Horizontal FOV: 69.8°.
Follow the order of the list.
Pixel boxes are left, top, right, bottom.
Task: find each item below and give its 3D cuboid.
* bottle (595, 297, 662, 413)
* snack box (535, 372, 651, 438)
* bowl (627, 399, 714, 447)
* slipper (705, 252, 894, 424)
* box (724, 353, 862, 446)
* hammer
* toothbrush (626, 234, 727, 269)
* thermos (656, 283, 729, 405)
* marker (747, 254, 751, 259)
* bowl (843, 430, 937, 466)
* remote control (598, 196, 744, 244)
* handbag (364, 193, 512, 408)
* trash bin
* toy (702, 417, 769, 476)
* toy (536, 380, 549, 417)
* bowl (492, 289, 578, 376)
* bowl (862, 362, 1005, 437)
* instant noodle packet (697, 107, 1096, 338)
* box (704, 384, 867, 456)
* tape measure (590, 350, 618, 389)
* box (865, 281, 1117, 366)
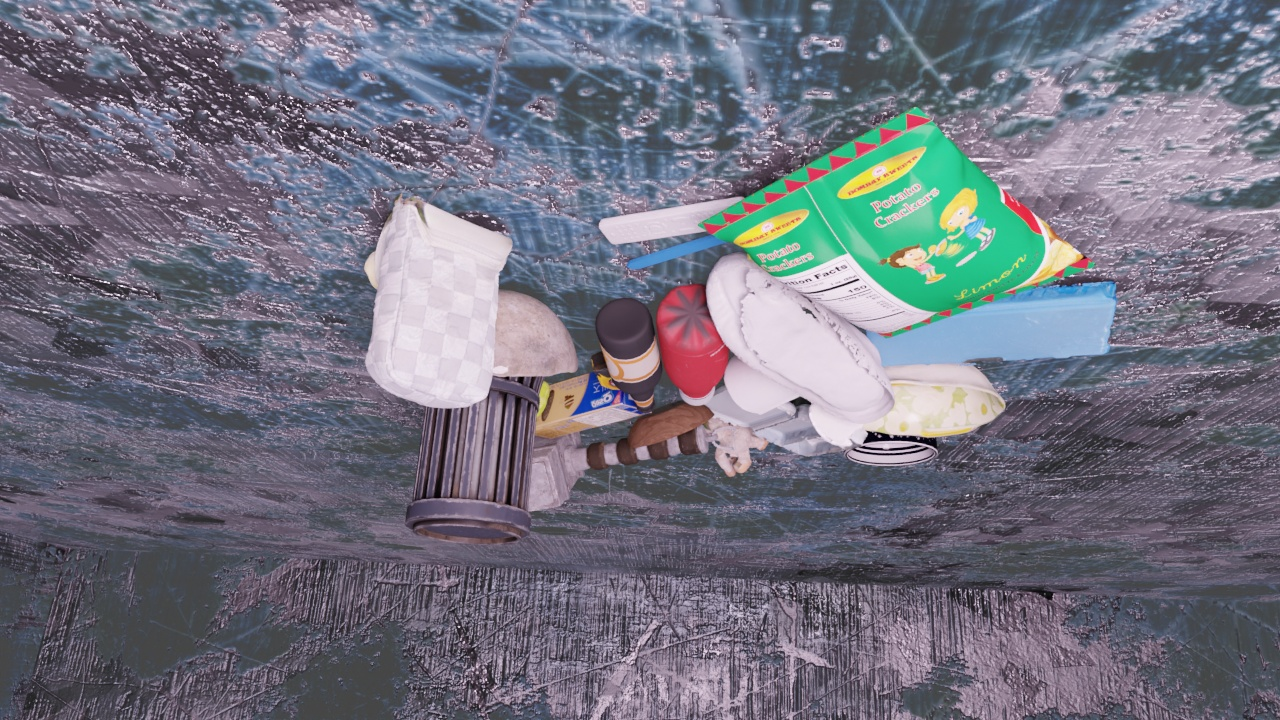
[{"bbox_3d":[-0.006,0.006,1.011,0.059,0.059,0.182,0,148,9],"label":"bottle"},{"bbox_3d":[-0.074,0.055,1.202,0.056,0.057,0.207,17,155,-42],"label":"snack box"},{"bbox_3d":[0.033,0.075,1.159,0.118,0.030,0.118,-21,-176,1],"label":"bowl"},{"bbox_3d":[0.160,-0.026,0.896,0.246,0.074,0.112,34,112,-29],"label":"slipper"},{"bbox_3d":[0.169,0.041,1.026,0.080,0.150,0.106,-32,176,-31],"label":"box"},{"bbox_3d":[-0.025,0.128,1.286,0.327,0.079,0.176,-11,-169,12],"label":"hammer"},{"bbox_3d":[0.054,-0.101,0.828,0.167,0.014,0.016,-13,154,37],"label":"toothbrush"},{"bbox_3d":[0.060,-0.004,1.001,0.073,0.073,0.240,1,160,5],"label":"thermos"},{"bbox_3d":[0.157,-0.100,0.812,0.124,0.017,0.021,0,160,4],"label":"marker"},{"bbox_3d":[0.333,0.095,1.229,0.120,0.066,0.120,3,159,1],"label":"bowl"},{"bbox_3d":[0.029,-0.120,0.784,0.131,0.012,0.033,-6,155,22],"label":"remote control"},{"bbox_3d":[-0.185,-0.041,0.799,0.112,0.171,0.124,20,153,-38],"label":"handbag"},{"bbox_3d":[-0.188,0.090,1.066,0.164,0.227,0.164,3,159,1],"label":"trash bin"},{"bbox_3d":[0.122,0.114,1.307,0.106,0.085,0.074,33,-178,-21],"label":"toy"},{"bbox_3d":[-0.167,0.072,1.194,0.092,0.115,0.046,-11,126,39],"label":"toy"},{"bbox_3d":[-0.150,-0.031,0.924,0.178,0.081,0.178,2,-173,0],"label":"bowl"},{"bbox_3d":[0.327,0.034,1.083,0.189,0.060,0.219,-12,154,36],"label":"bowl"},{"bbox_3d":[0.203,-0.091,0.723,0.252,0.090,0.196,24,148,-35],"label":"instant noodle packet"},{"bbox_3d":[0.171,0.076,1.180,0.189,0.037,0.209,25,166,-4],"label":"box"},{"bbox_3d":[-0.020,0.006,1.087,0.066,0.037,0.064,-17,149,13],"label":"tape measure"},{"bbox_3d":[0.346,-0.041,0.924,0.232,0.052,0.093,-4,142,17],"label":"box"}]
